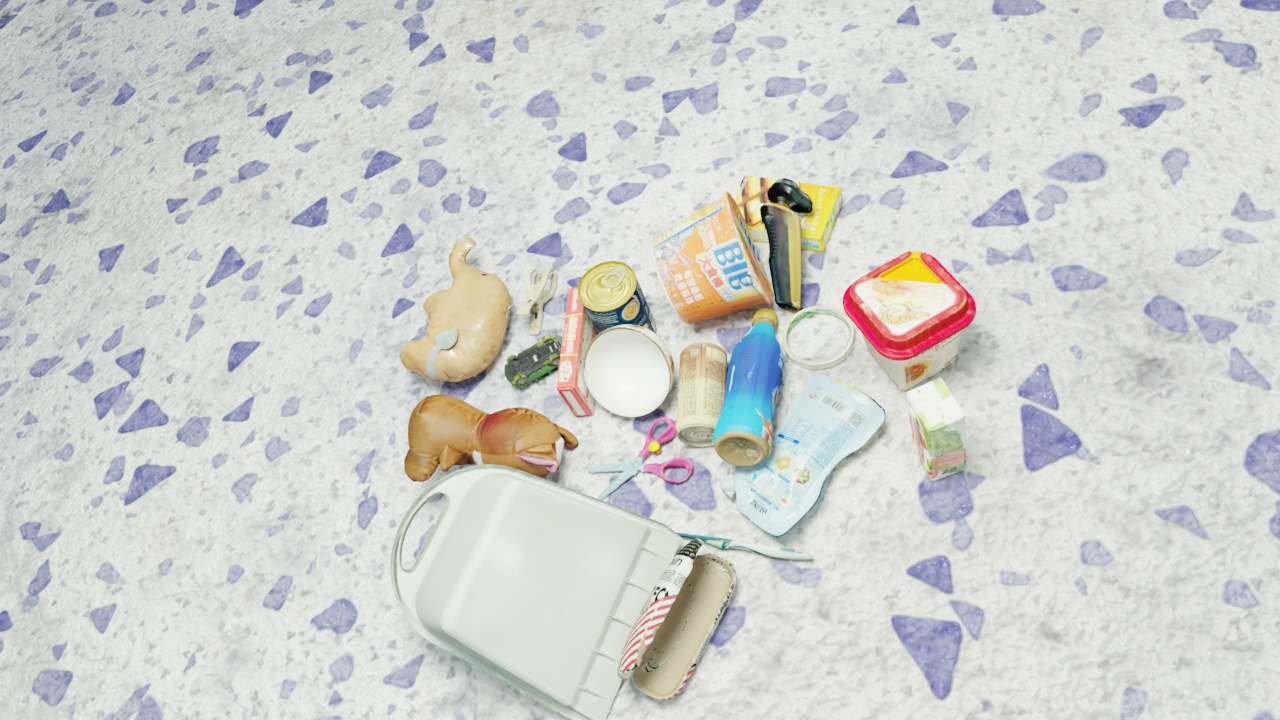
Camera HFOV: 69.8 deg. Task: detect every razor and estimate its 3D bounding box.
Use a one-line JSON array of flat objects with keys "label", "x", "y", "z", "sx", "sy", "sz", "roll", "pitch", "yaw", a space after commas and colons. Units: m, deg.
[{"label": "razor", "x": 0.186, "y": -0.143, "z": 1.152, "sx": 0.067, "sy": 0.062, "sz": 0.167, "roll": 0, "pitch": 80, "yaw": -9}]

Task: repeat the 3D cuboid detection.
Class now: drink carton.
[{"label": "drink carton", "x": 0.305, "y": 0.074, "z": 0.948, "sx": 0.045, "sy": 0.122, "sz": 0.053, "roll": -23, "pitch": 54, "yaw": 5}]

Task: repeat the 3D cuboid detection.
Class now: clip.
[{"label": "clip", "x": -0.142, "y": -0.087, "z": 1.261, "sx": 0.035, "sy": 0.072, "sz": 0.100, "roll": -2, "pitch": 52, "yaw": 17}]

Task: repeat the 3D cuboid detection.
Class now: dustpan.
[{"label": "dustpan", "x": -0.130, "y": 0.231, "z": 0.994, "sx": 0.143, "sy": 0.257, "sz": 0.222, "roll": -11, "pitch": 51, "yaw": 64}]

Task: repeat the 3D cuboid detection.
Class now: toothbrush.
[{"label": "toothbrush", "x": 0.094, "y": 0.204, "z": 1.005, "sx": 0.192, "sy": 0.016, "sz": 0.018, "roll": 5, "pitch": 70, "yaw": 22}]

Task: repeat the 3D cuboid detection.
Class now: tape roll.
[{"label": "tape roll", "x": 0.215, "y": -0.028, "z": 1.113, "sx": 0.086, "sy": 0.014, "sz": 0.085, "roll": -9, "pitch": 56, "yaw": 14}]

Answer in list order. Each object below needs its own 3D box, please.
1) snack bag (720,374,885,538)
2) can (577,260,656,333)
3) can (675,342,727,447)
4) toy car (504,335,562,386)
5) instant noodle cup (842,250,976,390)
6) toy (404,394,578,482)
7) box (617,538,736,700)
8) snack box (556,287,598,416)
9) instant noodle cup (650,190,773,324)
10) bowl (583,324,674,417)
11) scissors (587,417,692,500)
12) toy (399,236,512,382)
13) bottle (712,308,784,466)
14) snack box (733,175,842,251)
[{"label": "snack bag", "x": 0.178, "y": 0.104, "z": 1.026, "sx": 0.110, "sy": 0.039, "sz": 0.190, "roll": 35, "pitch": 76, "yaw": 35}, {"label": "can", "x": -0.028, "y": -0.063, "z": 1.161, "sx": 0.075, "sy": 0.111, "sz": 0.075, "roll": -8, "pitch": 57, "yaw": 12}, {"label": "can", "x": 0.073, "y": 0.040, "z": 1.091, "sx": 0.058, "sy": 0.058, "sz": 0.116, "roll": -5, "pitch": 57, "yaw": 16}, {"label": "toy car", "x": -0.134, "y": 0.003, "z": 1.202, "sx": 0.091, "sy": 0.036, "sz": 0.043, "roll": -27, "pitch": 55, "yaw": 0}, {"label": "instant noodle cup", "x": 0.299, "y": -0.039, "z": 1.022, "sx": 0.116, "sy": 0.124, "sz": 0.116, "roll": -29, "pitch": 54, "yaw": -2}, {"label": "toy", "x": -0.181, "y": 0.107, "z": 1.104, "sx": 0.200, "sy": 0.130, "sz": 0.140, "roll": -1, "pitch": 19, "yaw": 6}, {"label": "box", "x": 0.043, "y": 0.272, "z": 0.956, "sx": 0.088, "sy": 0.076, "sz": 0.162, "roll": 32, "pitch": 69, "yaw": -5}, {"label": "snack box", "x": -0.076, "y": -0.012, "z": 1.167, "sx": 0.025, "sy": 0.075, "sz": 0.152, "roll": -6, "pitch": 57, "yaw": 15}, {"label": "instant noodle cup", "x": 0.086, "y": -0.119, "z": 1.142, "sx": 0.111, "sy": 0.151, "sz": 0.151, "roll": -22, "pitch": 53, "yaw": 15}, {"label": "bowl", "x": -0.007, "y": 0.007, "z": 1.127, "sx": 0.114, "sy": 0.113, "sz": 0.062, "roll": 5, "pitch": 18, "yaw": 22}, {"label": "scissors", "x": 0.003, "y": 0.129, "z": 1.087, "sx": 0.134, "sy": 0.017, "sz": 0.113, "roll": -43, "pitch": 60, "yaw": -5}, {"label": "toy", "x": -0.241, "y": -0.069, "z": 1.260, "sx": 0.143, "sy": 0.083, "sz": 0.225, "roll": 6, "pitch": 58, "yaw": 13}, {"label": "bottle", "x": 0.133, "y": 0.022, "z": 1.069, "sx": 0.065, "sy": 0.065, "sz": 0.218, "roll": 0, "pitch": 46, "yaw": 19}, {"label": "snack box", "x": 0.189, "y": -0.197, "z": 1.221, "sx": 0.140, "sy": 0.034, "sz": 0.086, "roll": 15, "pitch": 65, "yaw": 25}]
